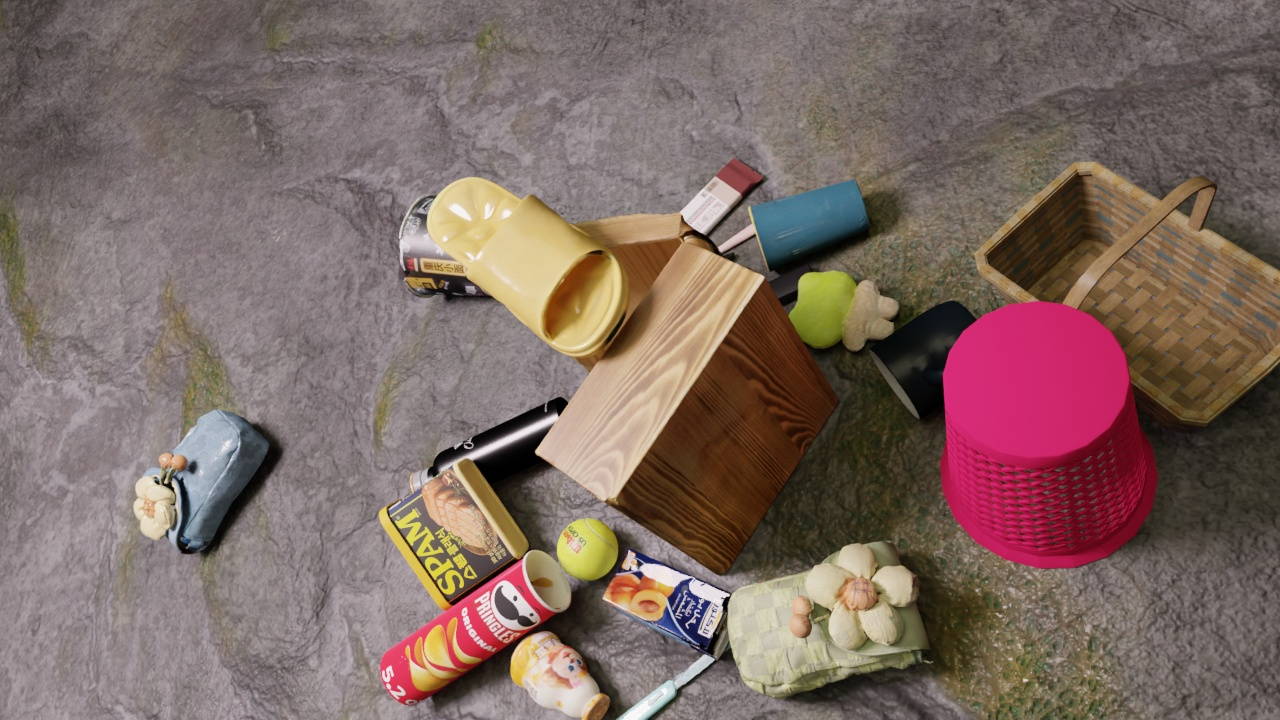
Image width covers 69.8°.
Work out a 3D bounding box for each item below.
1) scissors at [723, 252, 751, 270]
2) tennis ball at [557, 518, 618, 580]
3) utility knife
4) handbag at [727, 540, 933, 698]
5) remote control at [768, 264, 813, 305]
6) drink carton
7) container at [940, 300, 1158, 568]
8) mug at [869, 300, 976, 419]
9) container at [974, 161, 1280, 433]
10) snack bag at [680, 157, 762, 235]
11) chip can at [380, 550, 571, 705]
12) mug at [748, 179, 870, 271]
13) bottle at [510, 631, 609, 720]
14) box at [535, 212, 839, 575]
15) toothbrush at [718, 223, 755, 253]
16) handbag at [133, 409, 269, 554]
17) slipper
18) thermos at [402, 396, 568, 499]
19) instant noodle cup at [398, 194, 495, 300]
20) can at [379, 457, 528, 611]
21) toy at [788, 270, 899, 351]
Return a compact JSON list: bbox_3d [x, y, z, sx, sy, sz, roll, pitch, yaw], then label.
[{"bbox_3d":[0.066,-0.080,1.064,0.140,0.019,0.128,4,53,12],"label":"scissors"},{"bbox_3d":[-0.056,0.202,0.982,0.065,0.065,0.065,-11,62,21],"label":"tennis ball"},{"bbox_3d":[0.023,0.333,0.914,0.179,0.016,0.022,-39,55,1],"label":"utility knife"},{"bbox_3d":[0.164,0.235,0.827,0.187,0.117,0.113,-21,59,13],"label":"handbag"},{"bbox_3d":[0.135,-0.069,1.049,0.136,0.015,0.032,-25,58,14],"label":"remote control"},{"bbox_3d":[0.033,0.245,0.929,0.130,0.040,0.064,17,69,32],"label":"drink carton"},{"bbox_3d":[0.332,0.057,0.765,0.183,0.226,0.183,-11,62,21],"label":"container"},{"bbox_3d":[0.288,-0.001,0.883,0.094,0.121,0.085,-35,95,6],"label":"mug"},{"bbox_3d":[0.431,-0.067,0.800,0.157,0.186,0.250,-43,56,2],"label":"container"},{"bbox_3d":[0.079,-0.182,1.133,0.158,0.013,0.057,-46,53,-1],"label":"snack bag"},{"bbox_3d":[-0.178,0.287,0.976,0.221,0.069,0.069,-37,55,19],"label":"chip can"},{"bbox_3d":[0.191,-0.156,1.033,0.121,0.078,0.078,-18,59,11],"label":"mug"},{"bbox_3d":[-0.081,0.326,0.936,0.108,0.063,0.063,28,80,33],"label":"bottle"},{"bbox_3d":[0.003,-0.008,0.930,0.315,0.279,0.282,32,82,36],"label":"box"},{"bbox_3d":[0.096,-0.136,1.101,0.181,0.018,0.015,-31,57,9],"label":"toothbrush"},{"bbox_3d":[-0.601,0.158,1.239,0.122,0.118,0.192,34,89,34],"label":"handbag"},{"bbox_3d":[-0.112,-0.102,0.820,0.263,0.078,0.099,36,83,35],"label":"slipper"},{"bbox_3d":[-0.183,0.117,1.088,0.232,0.061,0.061,-25,58,13],"label":"thermos"},{"bbox_3d":[-0.234,-0.144,1.203,0.112,0.137,0.137,10,71,21],"label":"instant noodle cup"},{"bbox_3d":[-0.206,0.191,1.027,0.104,0.075,0.135,-35,90,4],"label":"can"},{"bbox_3d":[0.217,-0.052,0.985,0.115,0.046,0.092,12,73,23],"label":"toy"}]
